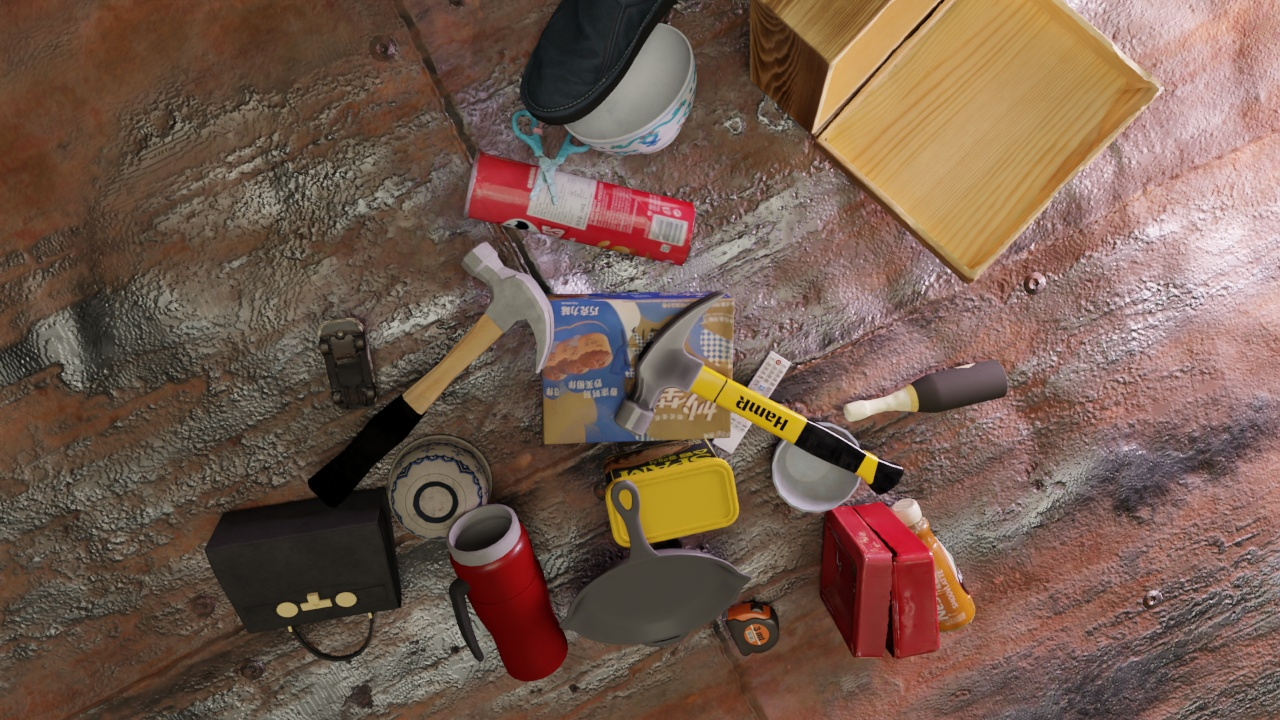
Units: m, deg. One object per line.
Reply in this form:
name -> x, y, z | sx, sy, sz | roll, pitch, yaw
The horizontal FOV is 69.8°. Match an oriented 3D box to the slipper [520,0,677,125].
slipper -> -0.033, -0.351, 0.878 | 0.109, 0.083, 0.265 | 41, 91, 28

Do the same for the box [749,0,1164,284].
box -> 0.313, -0.286, 0.868 | 0.336, 0.286, 0.279 | 42, 94, 3

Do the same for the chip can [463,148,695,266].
chip can -> -0.060, -0.155, 0.947 | 0.233, 0.073, 0.073 | 12, 101, -10

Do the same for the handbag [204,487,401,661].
handbag -> -0.355, 0.256, 1.018 | 0.175, 0.072, 0.196 | -9, 114, -5

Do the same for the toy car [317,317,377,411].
toy car -> -0.307, 0.003, 0.965 | 0.048, 0.040, 0.113 | -7, 124, -11

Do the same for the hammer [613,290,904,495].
hammer -> 0.144, 0.057, 0.971 | 0.324, 0.034, 0.170 | 27, 96, -14

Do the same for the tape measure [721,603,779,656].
tape measure -> 0.135, 0.315, 1.092 | 0.059, 0.038, 0.058 | -23, 104, 13

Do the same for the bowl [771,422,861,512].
bowl -> 0.198, 0.118, 1.053 | 0.106, 0.039, 0.106 | -1, 102, -6

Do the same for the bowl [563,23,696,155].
bowl -> -0.001, -0.256, 0.918 | 0.144, 0.144, 0.074 | -41, 143, 3

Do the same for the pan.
pan -> 0.006, 0.220, 0.973 | 0.216, 0.024, 0.355 | -14, 139, -1

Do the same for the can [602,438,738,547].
can -> 0.028, 0.139, 1.004 | 0.135, 0.104, 0.075 | -12, 103, -4

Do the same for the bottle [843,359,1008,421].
bottle -> 0.322, 0.040, 1.047 | 0.184, 0.045, 0.045 | -13, 103, -4

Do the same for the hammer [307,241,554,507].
hammer -> -0.223, 0.034, 0.945 | 0.329, 0.039, 0.131 | -43, 94, 14

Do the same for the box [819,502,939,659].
box -> 0.265, 0.243, 1.029 | 0.097, 0.157, 0.130 | -4, 104, -3

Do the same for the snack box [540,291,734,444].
snack box -> -0.006, 0.006, 0.989 | 0.202, 0.069, 0.155 | -1, 103, -6

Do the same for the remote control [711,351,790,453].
remote control -> 0.125, 0.047, 1.043 | 0.028, 0.011, 0.124 | 31, 97, -12

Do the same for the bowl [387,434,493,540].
bowl -> -0.220, 0.144, 1.000 | 0.115, 0.059, 0.115 | -1, 102, -6

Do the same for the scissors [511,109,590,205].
scissors -> -0.081, -0.200, 0.924 | 0.095, 0.015, 0.142 | 0, 59, -23

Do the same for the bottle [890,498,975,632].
bottle -> 0.341, 0.240, 1.086 | 0.059, 0.059, 0.167 | -27, 104, 0

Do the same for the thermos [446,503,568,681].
thermos -> -0.150, 0.260, 0.989 | 0.107, 0.084, 0.199 | -38, 128, -32
